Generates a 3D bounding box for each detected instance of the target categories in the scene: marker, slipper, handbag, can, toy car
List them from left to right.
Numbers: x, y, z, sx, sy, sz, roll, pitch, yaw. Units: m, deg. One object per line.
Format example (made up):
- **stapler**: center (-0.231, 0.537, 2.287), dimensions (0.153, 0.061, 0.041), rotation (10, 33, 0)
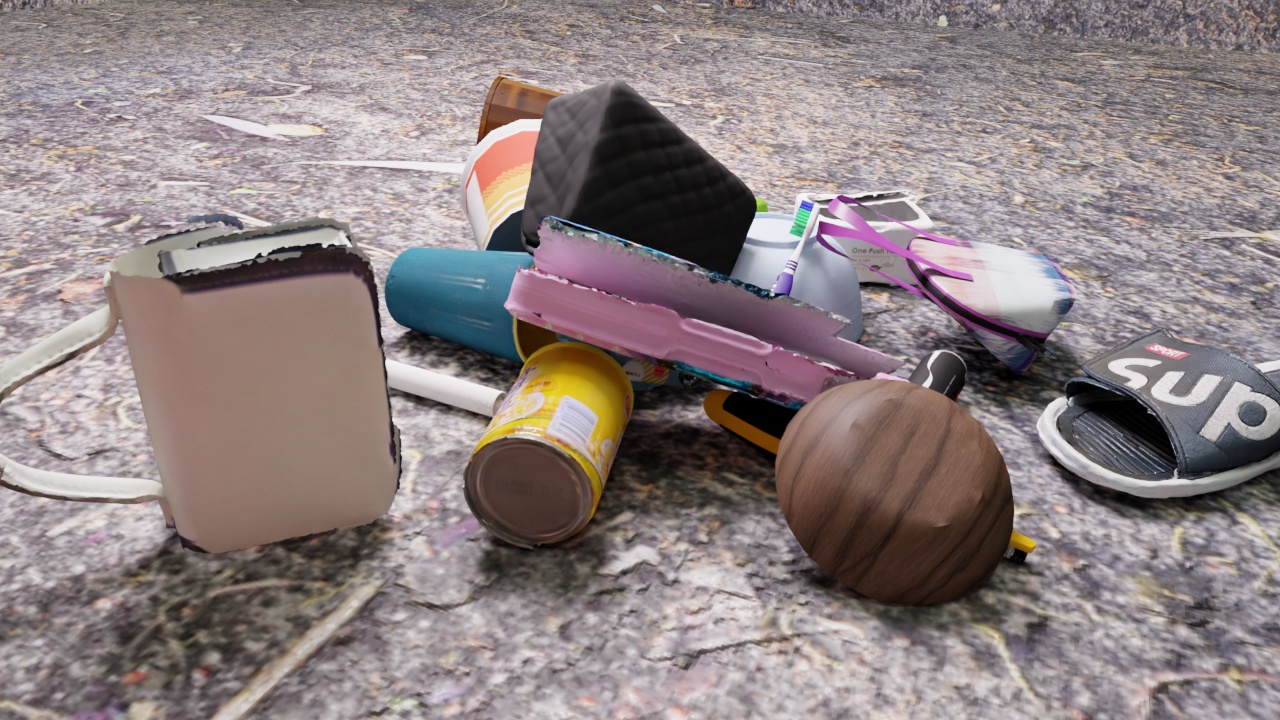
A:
- **handbag**: center (-0.210, 0.014, 0.430), dimensions (0.175, 0.151, 0.074), rotation (-12, 31, -24)
- **marker**: center (-0.143, 0.013, 0.583), dimensions (0.134, 0.017, 0.020), rotation (14, -7, 22)
- **can**: center (-0.045, 0.040, 0.481), dimensions (0.068, 0.068, 0.104), rotation (6, 28, 8)
- **handbag**: center (-0.016, -0.092, 0.612), dimensions (0.115, 0.125, 0.153), rotation (3, -20, 42)
- **toy car**: center (-0.003, 0.004, 0.598), dimensions (0.107, 0.027, 0.060), rotation (9, 17, -20)
- **can**: center (0.179, 0.022, 0.571), dimensions (0.031, 0.032, 0.080), rotation (17, 31, 26)
- **handbag**: center (0.204, -0.065, 0.642), dimensions (0.170, 0.068, 0.144), rotation (24, 28, -3)
- **slipper**: center (0.356, 0.021, 0.555), dimensions (0.263, 0.063, 0.111), rotation (-4, 28, -17)

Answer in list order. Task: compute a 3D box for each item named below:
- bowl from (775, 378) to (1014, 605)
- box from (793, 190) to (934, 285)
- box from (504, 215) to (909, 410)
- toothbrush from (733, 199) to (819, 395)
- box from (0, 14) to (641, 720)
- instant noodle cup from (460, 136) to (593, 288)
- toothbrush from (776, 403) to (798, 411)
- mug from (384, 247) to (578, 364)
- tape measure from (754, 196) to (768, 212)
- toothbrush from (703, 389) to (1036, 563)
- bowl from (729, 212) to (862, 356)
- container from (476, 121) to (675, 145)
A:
- **bowl**: center (0.127, 0.054, 0.442), dimensions (0.119, 0.032, 0.119), rotation (2, 59, -4)
- **box**: center (0.191, -0.128, 0.789), dimensions (0.108, 0.102, 0.102), rotation (2, 29, -5)
- **box**: center (0.043, -0.021, 0.519), dimensions (0.230, 0.063, 0.084), rotation (17, 5, -6)
- **toothbrush**: center (0.088, -0.037, 0.604), dimensions (0.016, 0.015, 0.186), rotation (21, 61, 6)
- **box**: center (-0.141, 0.075, 0.265), dimensions (0.213, 0.128, 0.424), rotation (8, 58, 11)
- **instant noodle cup**: center (-0.077, -0.107, 0.718), dimensions (0.123, 0.124, 0.121), rotation (-3, 36, -10)
- **toothbrush**: center (0.090, 0.025, 0.574), dimensions (0.021, 0.017, 0.135), rotation (-4, 27, -30)
- **mug**: center (-0.112, -0.042, 0.635), dimensions (0.121, 0.078, 0.078), rotation (11, 28, 27)
- **tape measure**: center (0.085, -0.122, 0.812), dimensions (0.066, 0.059, 0.035), rotation (33, 37, 26)
- **toothbrush**: center (0.116, 0.058, 0.501), dimensions (0.197, 0.031, 0.031), rotation (24, 31, 32)
- **bowl**: center (0.095, -0.065, 0.686), dimensions (0.150, 0.075, 0.150), rotation (1, 28, -1)
- **container**: center (-0.058, -0.186, 0.863), dimensions (0.167, 0.132, 0.132), rotation (9, 28, 1)
